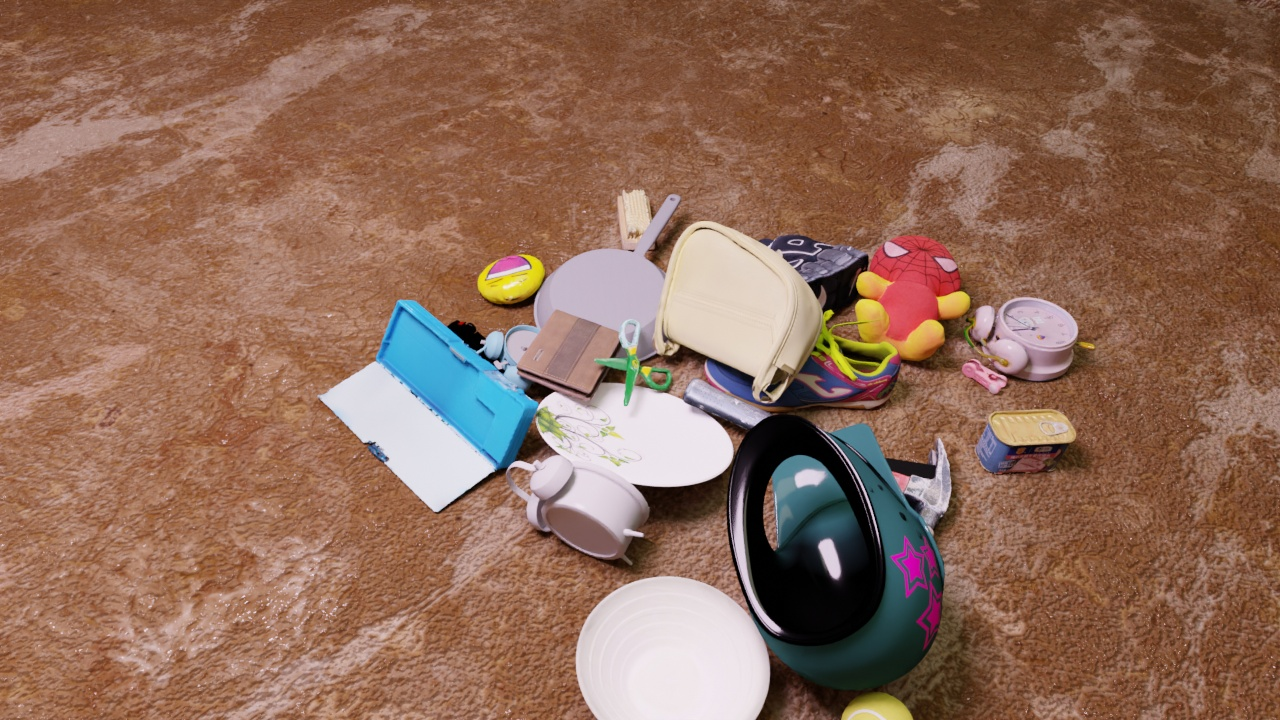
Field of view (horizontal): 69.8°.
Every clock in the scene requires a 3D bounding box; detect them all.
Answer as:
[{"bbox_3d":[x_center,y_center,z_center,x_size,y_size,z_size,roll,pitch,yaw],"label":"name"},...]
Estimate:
[{"bbox_3d":[-0.153,-0.003,1.136,0.122,0.042,0.087,-19,66,-43],"label":"clock"},{"bbox_3d":[-0.066,0.147,0.955,0.159,0.120,0.060,26,56,7],"label":"clock"},{"bbox_3d":[0.509,-0.030,1.232,0.158,0.059,0.116,-6,44,-11],"label":"clock"}]

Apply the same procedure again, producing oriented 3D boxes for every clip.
[{"bbox_3d":[0.455,0.019,1.204,0.044,0.023,0.060,-13,48,-24],"label":"clip"}]

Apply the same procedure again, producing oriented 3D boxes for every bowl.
[{"bbox_3d":[0.028,0.291,0.851,0.176,0.058,0.176,2,44,-2],"label":"bowl"}]

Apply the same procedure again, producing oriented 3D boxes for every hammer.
[{"bbox_3d":[0.205,0.094,1.080,0.326,0.036,0.140,24,48,15],"label":"hammer"}]

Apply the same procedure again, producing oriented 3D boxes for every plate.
[{"bbox_3d":[-0.008,0.092,1.056,0.229,0.030,0.229,10,24,-5],"label":"plate"}]

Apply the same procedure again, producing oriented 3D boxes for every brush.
[{"bbox_3d":[-0.007,-0.216,1.396,0.049,0.039,0.117,-1,48,-6],"label":"brush"}]

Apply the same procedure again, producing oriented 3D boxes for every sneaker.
[{"bbox_3d":[0.203,-0.001,1.151,0.242,0.091,0.116,2,46,-2],"label":"sneaker"},{"bbox_3d":[0.186,-0.111,1.269,0.251,0.097,0.151,-29,48,-32],"label":"sneaker"}]

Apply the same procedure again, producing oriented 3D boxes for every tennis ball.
[{"bbox_3d":[0.212,0.330,0.820,0.065,0.065,0.065,3,43,-3],"label":"tennis ball"}]

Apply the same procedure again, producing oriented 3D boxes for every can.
[{"bbox_3d":[0.457,0.098,1.092,0.100,0.059,0.053,-2,44,-7],"label":"can"}]

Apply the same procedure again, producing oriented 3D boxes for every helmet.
[{"bbox_3d":[0.187,0.175,0.885,0.177,0.200,0.274,-24,58,22],"label":"helmet"}]

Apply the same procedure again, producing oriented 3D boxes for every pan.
[{"bbox_3d":[-0.013,-0.134,1.278,0.201,0.051,0.355,19,55,13],"label":"pan"}]

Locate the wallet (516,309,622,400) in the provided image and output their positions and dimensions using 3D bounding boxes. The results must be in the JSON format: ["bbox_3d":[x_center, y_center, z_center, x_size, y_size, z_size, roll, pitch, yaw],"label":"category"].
[{"bbox_3d":[-0.084,-0.009,1.126,0.099,0.027,0.120,21,47,9],"label":"wallet"}]

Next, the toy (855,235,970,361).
[{"bbox_3d":[0.368,-0.091,1.256,0.147,0.099,0.215,26,48,7],"label":"toy"}]

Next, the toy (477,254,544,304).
[{"bbox_3d":[-0.179,-0.113,1.269,0.095,0.041,0.094,-13,42,1],"label":"toy"}]

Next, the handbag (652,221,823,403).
[{"bbox_3d":[0.123,-0.063,1.132,0.233,0.088,0.191,28,90,44],"label":"handbag"}]

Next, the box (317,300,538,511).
[{"bbox_3d":[-0.245,0.054,1.087,0.243,0.070,0.170,36,84,29],"label":"box"}]

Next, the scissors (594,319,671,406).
[{"bbox_3d":[-0.009,0.000,1.129,0.125,0.011,0.130,9,62,-43],"label":"scissors"}]

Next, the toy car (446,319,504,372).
[{"bbox_3d":[-0.213,-0.011,1.164,0.091,0.036,0.042,41,48,3],"label":"toy car"}]
